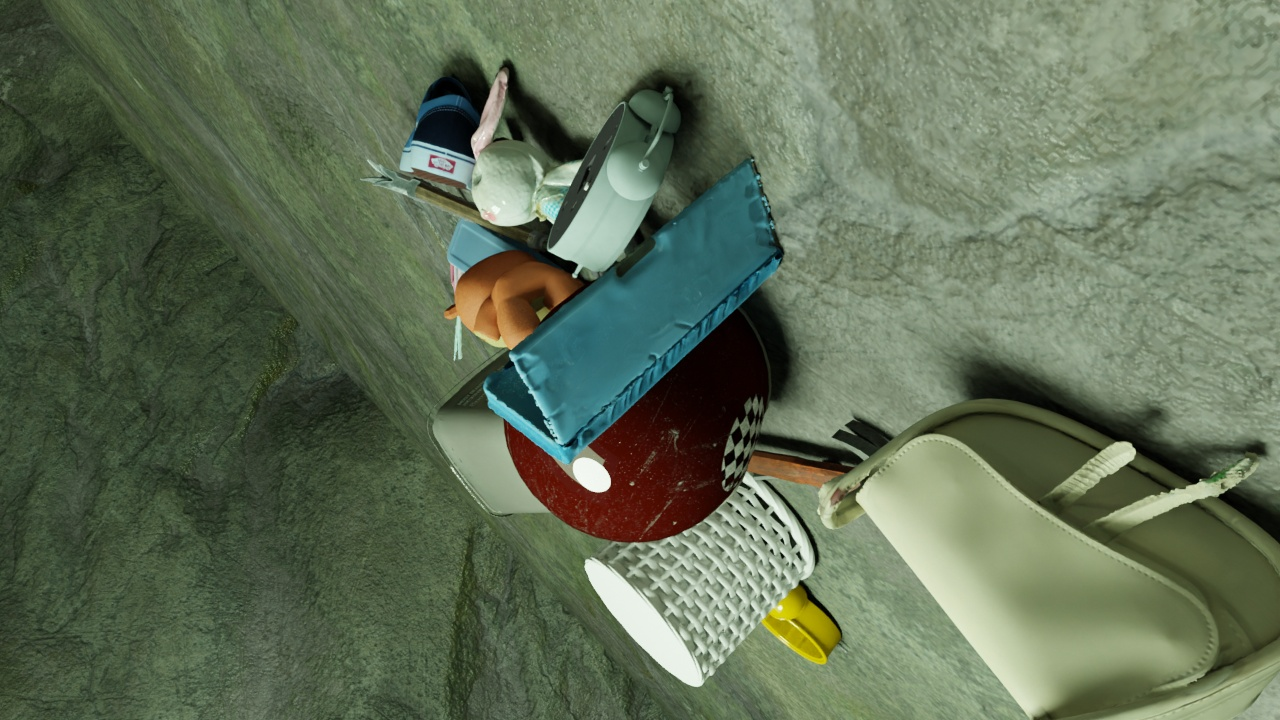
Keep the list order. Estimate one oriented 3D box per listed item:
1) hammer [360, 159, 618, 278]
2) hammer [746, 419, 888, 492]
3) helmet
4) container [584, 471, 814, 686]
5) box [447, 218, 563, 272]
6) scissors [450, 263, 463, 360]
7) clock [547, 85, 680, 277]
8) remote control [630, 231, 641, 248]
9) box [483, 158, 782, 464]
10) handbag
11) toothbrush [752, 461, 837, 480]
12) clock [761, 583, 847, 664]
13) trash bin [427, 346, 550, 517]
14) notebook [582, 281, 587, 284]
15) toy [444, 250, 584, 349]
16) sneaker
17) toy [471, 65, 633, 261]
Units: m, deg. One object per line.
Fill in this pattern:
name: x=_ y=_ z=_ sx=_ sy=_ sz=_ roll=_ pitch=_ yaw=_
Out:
hammer: x=-0.140 y=-0.140 z=0.965 sx=0.317 sy=0.028 sz=0.146 roll=26 pitch=-172 yaw=33
hammer: x=0.142 y=0.101 z=0.862 sx=0.301 sy=0.028 sz=0.111 roll=3 pitch=123 yaw=59
helmet: x=-0.006 y=0.033 z=0.813 sx=0.233 sy=0.252 sz=0.234 roll=25 pitch=139 yaw=16
container: x=0.066 y=0.233 z=1.041 sx=0.189 sy=0.186 sz=0.190 roll=41 pitch=157 yaw=22
box: x=-0.140 y=-0.106 z=1.049 sx=0.063 sy=0.069 sz=0.210 roll=9 pitch=-162 yaw=-47
scissors: x=-0.224 y=-0.085 z=1.152 sx=0.108 sy=0.016 sz=0.179 roll=149 pitch=123 yaw=-61
clock: x=-0.017 y=-0.133 z=0.674 sx=0.045 sy=0.122 sz=0.160 roll=27 pitch=144 yaw=-16
remote control: x=-0.039 y=-0.124 z=0.877 sx=0.124 sy=0.009 sz=0.046 roll=28 pitch=151 yaw=41
box: x=-0.008 y=-0.050 z=0.641 sx=0.094 sy=0.231 sz=0.110 roll=34 pitch=154 yaw=33
handbag: x=0.239 y=0.107 z=0.533 sx=0.229 sy=0.184 sz=0.132 roll=52 pitch=164 yaw=41
toothbrush: x=0.153 y=0.113 z=0.915 sx=0.013 sy=0.012 sz=0.168 roll=58 pitch=158 yaw=-3
clock: x=0.189 y=0.320 z=1.158 sx=0.152 sy=0.052 sz=0.114 roll=49 pitch=159 yaw=-15
trash bin: x=-0.124 y=0.093 z=1.188 sx=0.221 sy=0.196 sz=0.197 roll=-4 pitch=124 yaw=57
notebook: x=-0.006 y=0.006 z=1.017 sx=0.170 sy=0.029 sz=0.209 roll=17 pitch=140 yaw=50
toy: x=-0.131 y=-0.064 z=0.920 sx=0.176 sy=0.112 sz=0.096 roll=30 pitch=146 yaw=45
sneaker: x=-0.194 y=-0.231 z=0.937 sx=0.083 sy=0.098 sz=0.241 roll=15 pitch=-175 yaw=-17
toy: x=-0.087 y=-0.143 z=0.811 sx=0.205 sy=0.105 sz=0.131 roll=42 pitch=161 yaw=19
